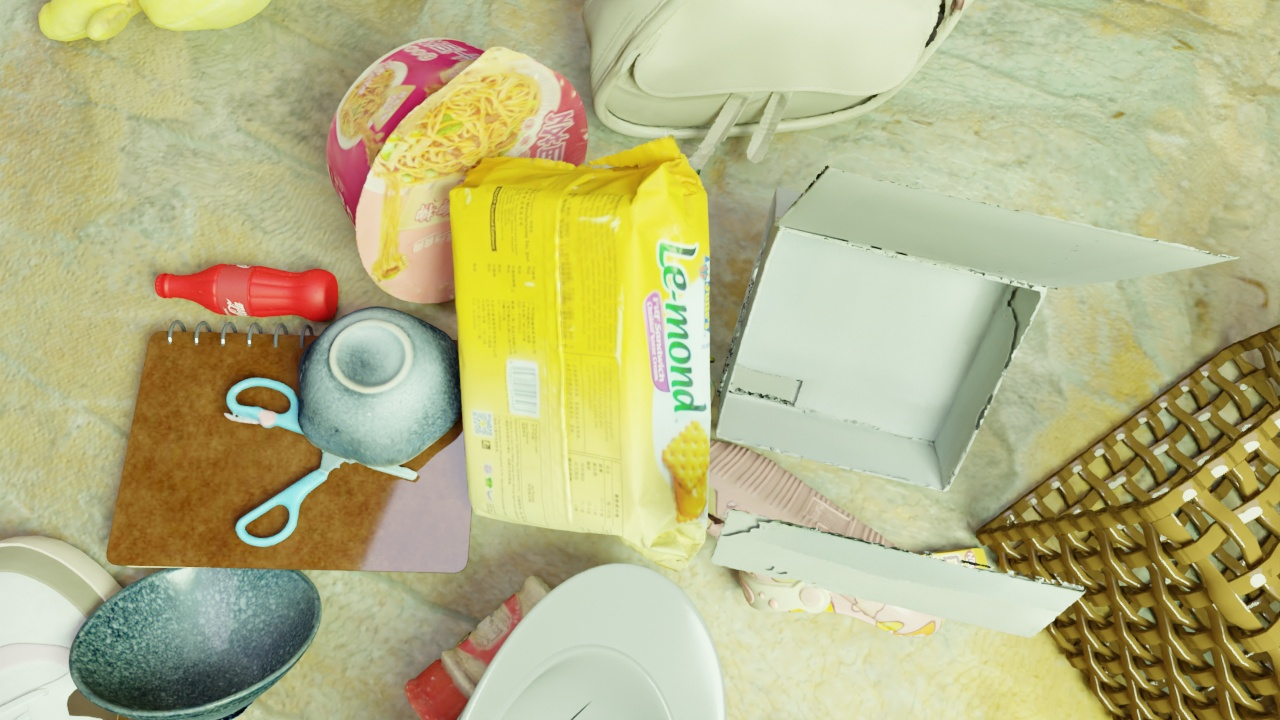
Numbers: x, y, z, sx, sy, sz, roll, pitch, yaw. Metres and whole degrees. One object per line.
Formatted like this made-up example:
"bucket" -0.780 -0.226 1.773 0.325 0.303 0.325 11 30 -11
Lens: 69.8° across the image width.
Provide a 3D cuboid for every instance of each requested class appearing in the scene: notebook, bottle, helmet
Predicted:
"notebook" -0.221 0.055 0.611 0.225 0.024 0.167 2 71 -2
"bottle" -0.095 0.185 0.581 0.109 0.044 0.044 -40 81 -12
"bottle" -0.273 -0.048 0.635 0.119 0.036 0.036 4 75 -1
"helmet" -0.058 0.252 0.533 0.183 0.118 0.270 26 68 -28

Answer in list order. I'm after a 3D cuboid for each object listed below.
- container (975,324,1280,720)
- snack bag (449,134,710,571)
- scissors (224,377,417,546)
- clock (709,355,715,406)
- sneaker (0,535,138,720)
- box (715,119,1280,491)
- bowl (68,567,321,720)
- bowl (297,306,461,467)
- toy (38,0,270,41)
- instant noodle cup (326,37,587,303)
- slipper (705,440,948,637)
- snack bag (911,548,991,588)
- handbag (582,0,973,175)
"container" 0.393 0.114 0.528 0.251 0.220 0.214 -33 79 -10
"snack bag" -0.041 -0.004 0.541 0.160 0.068 0.247 7 105 32
"scissors" -0.214 0.067 0.589 0.135 0.015 0.129 19 72 6
"clock" -0.004 0.004 0.622 0.117 0.057 0.083 32 82 -6
"sneaker" -0.338 0.233 0.519 0.111 0.116 0.293 -27 78 -9
"box" 0.145 -0.017 0.490 0.167 0.330 0.164 13 84 1
"bowl" -0.262 0.182 0.556 0.137 0.137 0.057 2 115 -2
"bowl" -0.167 0.008 0.582 0.110 0.055 0.110 3 67 -7
"toy" -0.347 -0.289 0.671 0.208 0.092 0.133 -10 70 5
"instant noodle cup" -0.127 -0.131 0.604 0.178 0.179 0.077 -41 64 -12
"slipper" 0.092 0.125 0.582 0.197 0.093 0.082 31 106 17
"snack bag" 0.186 0.143 0.615 0.099 0.020 0.026 -6 77 -4
"handbag" 0.087 -0.205 0.627 0.228 0.184 0.132 -3 78 -20
